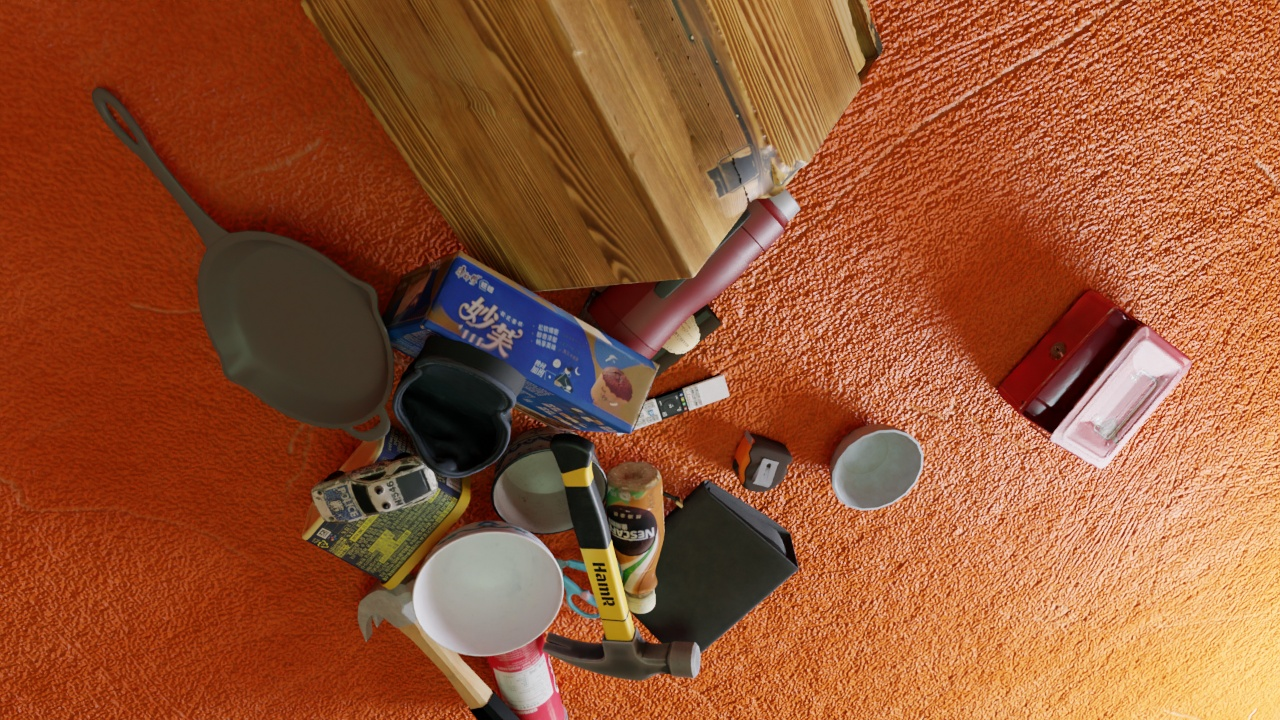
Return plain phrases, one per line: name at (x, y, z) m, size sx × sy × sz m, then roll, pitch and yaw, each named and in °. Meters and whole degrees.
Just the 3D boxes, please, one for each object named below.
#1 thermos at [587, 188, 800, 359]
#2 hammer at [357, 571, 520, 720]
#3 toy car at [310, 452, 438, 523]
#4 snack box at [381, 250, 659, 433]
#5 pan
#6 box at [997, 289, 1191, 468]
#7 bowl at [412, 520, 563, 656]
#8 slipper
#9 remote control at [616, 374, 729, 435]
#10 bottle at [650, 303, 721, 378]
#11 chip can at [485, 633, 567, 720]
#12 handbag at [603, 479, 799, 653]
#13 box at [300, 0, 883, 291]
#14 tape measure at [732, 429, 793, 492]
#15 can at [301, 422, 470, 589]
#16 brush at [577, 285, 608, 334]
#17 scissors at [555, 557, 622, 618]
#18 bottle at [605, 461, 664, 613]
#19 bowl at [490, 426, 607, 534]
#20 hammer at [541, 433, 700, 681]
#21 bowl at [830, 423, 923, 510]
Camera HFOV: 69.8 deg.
thermos at (0.046, -0.091, 0.821) m, size 0.084 × 0.108 × 0.199 m, roll 45°, pitch 98°, yaw -2°
hammer at (-0.183, 0.360, 1.002) m, size 0.131 × 0.039 × 0.328 m, roll -23°, pitch 110°, yaw 31°
toy car at (-0.243, 0.120, 0.835) m, size 0.113 × 0.040 × 0.048 m, roll -16°, pitch 115°, yaw 1°
snack box at (-0.111, -0.008, 0.803) m, size 0.202 × 0.155 × 0.069 m, roll 30°, pitch 73°, yaw -26°
pan at (-0.327, -0.075, 0.775) m, size 0.217 × 0.024 × 0.354 m, roll -23°, pitch 111°, yaw 33°
box at (0.494, 0.021, 1.002) m, size 0.129 × 0.097 × 0.158 m, roll 28°, pitch 105°, yaw -29°
bowl at (-0.153, 0.212, 0.914) m, size 0.144 × 0.074 × 0.144 m, roll -4°, pitch 113°, yaw -11°
slipper at (-0.166, 0.055, 0.784) m, size 0.109 × 0.266 × 0.083 m, roll 25°, pitch 72°, yaw -9°
remote control at (0.030, 0.045, 0.951) m, size 0.124 × 0.011 × 0.028 m, roll -19°, pitch 120°, yaw -2°
bottle at (-0.005, 0.005, 0.902) m, size 0.185 × 0.045 × 0.045 m, roll -39°, pitch 119°, yaw 10°
chip can at (-0.139, 0.331, 1.034) m, size 0.073 × 0.073 × 0.233 m, roll -13°, pitch 119°, yaw -6°
handbag at (0.039, 0.210, 1.016) m, size 0.195 × 0.072 × 0.176 m, roll 40°, pitch 108°, yaw -13°
box at (-0.003, -0.264, 0.720) m, size 0.335 × 0.287 × 0.279 m, roll -50°, pitch 125°, yaw -33°
tape measure at (0.130, 0.114, 0.995) m, size 0.058 × 0.038 × 0.059 m, roll 19°, pitch 112°, yaw -21°
can at (-0.251, 0.142, 0.908) m, size 0.104 × 0.075 × 0.135 m, roll 37°, pitch 105°, yaw -24°
brush at (-0.030, -0.061, 0.881) m, size 0.039 × 0.012 × 0.151 m, roll 23°, pitch 110°, yaw -22°
scissors at (-0.077, 0.221, 1.003) m, size 0.142 × 0.015 × 0.095 m, roll 42°, pitch 109°, yaw -15°
bottle at (-0.004, 0.190, 0.967) m, size 0.059 × 0.059 × 0.167 m, roll -7°, pitch 113°, yaw -9°
bowl at (-0.094, 0.115, 0.930) m, size 0.115 × 0.059 × 0.116 m, roll -5°, pitch 126°, yaw -7°
hammer at (-0.044, 0.208, 0.933) m, size 0.170 × 0.034 × 0.325 m, roll -2°, pitch 122°, yaw 16°
bowl at (0.256, 0.112, 1.021) m, size 0.106 × 0.039 × 0.106 m, roll -5°, pitch 119°, yaw -10°
